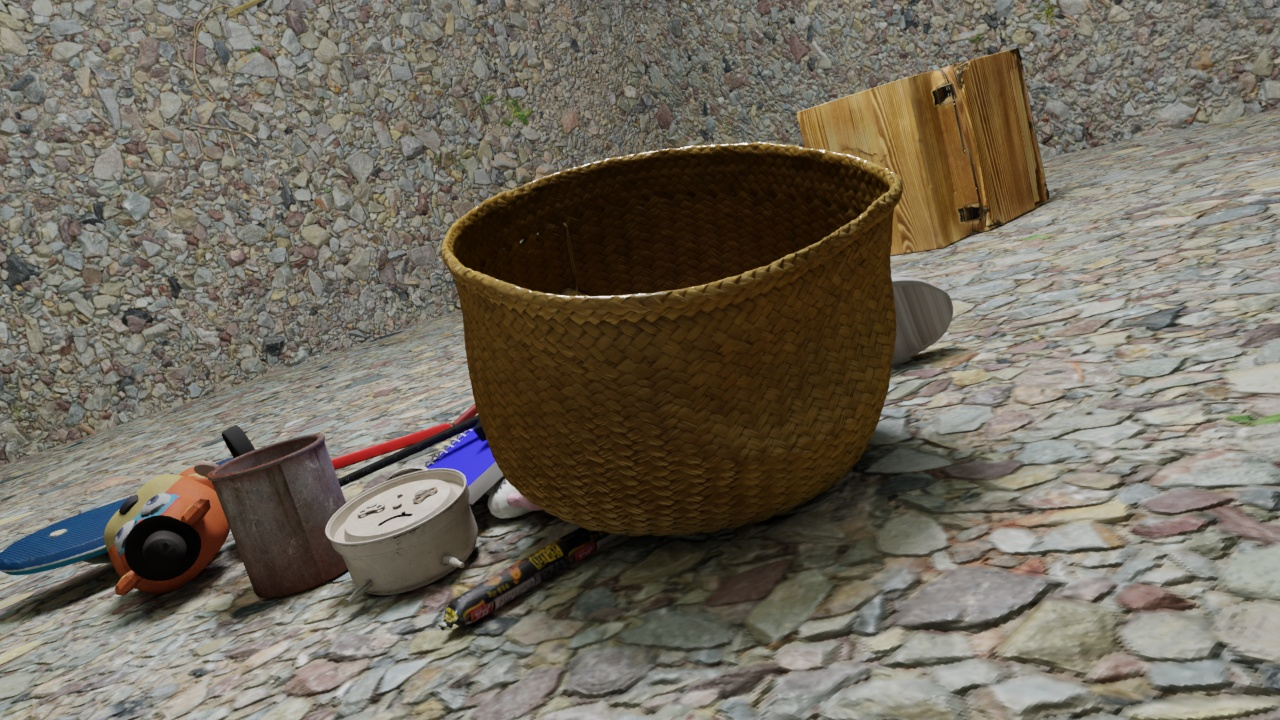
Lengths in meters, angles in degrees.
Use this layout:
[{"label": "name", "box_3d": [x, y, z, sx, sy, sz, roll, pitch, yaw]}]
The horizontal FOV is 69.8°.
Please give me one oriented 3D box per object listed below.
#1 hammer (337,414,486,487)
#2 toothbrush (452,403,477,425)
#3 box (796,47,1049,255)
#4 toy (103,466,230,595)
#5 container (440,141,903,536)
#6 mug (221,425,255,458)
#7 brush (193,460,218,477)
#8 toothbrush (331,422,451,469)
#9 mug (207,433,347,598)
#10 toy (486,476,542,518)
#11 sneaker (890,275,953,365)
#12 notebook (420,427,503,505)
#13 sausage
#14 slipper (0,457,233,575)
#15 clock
[{"label": "hammer", "box_3d": [-0.238, 0.092, 0.891, 0.326, 0.015, 0.094, -24, 19, 29]}, {"label": "toothbrush", "box_3d": [-0.158, 0.024, 1.152, 0.189, 0.016, 0.016, -41, 9, -17]}, {"label": "box", "box_3d": [0.506, -0.354, 1.581, 0.335, 0.279, 0.287, -22, 12, -36]}, {"label": "toy", "box_3d": [-0.414, 0.152, 0.811, 0.112, 0.096, 0.176, -49, 31, -16]}, {"label": "container", "box_3d": [0.021, -0.022, 0.648, 0.307, 0.197, 0.306, -6, 26, 3]}, {"label": "mug", "box_3d": [-0.361, 0.113, 0.871, 0.078, 0.113, 0.088, -32, 17, -27]}, {"label": "brush", "box_3d": [-0.324, 0.115, 0.802, 0.050, 0.135, 0.015, -27, 44, 30]}, {"label": "toothbrush", "box_3d": [-0.334, 0.113, 1.118, 0.212, 0.012, 0.018, -18, 11, -10]}, {"label": "mug", "box_3d": [-0.292, 0.124, 0.737, 0.123, 0.110, 0.096, -8, 8, 38]}, {"label": "toy", "box_3d": [-0.089, 0.099, 0.744, 0.079, 0.038, 0.123, -22, 7, -16]}, {"label": "sneaker", "box_3d": [0.174, -0.034, 0.887, 0.236, 0.099, 0.089, -16, 25, 11]}, {"label": "notebook", "box_3d": [-0.113, 0.055, 0.833, 0.208, 0.022, 0.172, -43, 16, -29]}, {"label": "sausage", "box_3d": [-0.063, 0.131, 0.588, 0.155, 0.020, 0.020, -24, 13, -37]}, {"label": "slipper", "box_3d": [-0.499, 0.168, 0.959, 0.118, 0.060, 0.294, -5, 13, 34]}, {"label": "clock", "box_3d": [-0.172, 0.123, 0.690, 0.103, 0.061, 0.156, -17, 18, -4]}]
